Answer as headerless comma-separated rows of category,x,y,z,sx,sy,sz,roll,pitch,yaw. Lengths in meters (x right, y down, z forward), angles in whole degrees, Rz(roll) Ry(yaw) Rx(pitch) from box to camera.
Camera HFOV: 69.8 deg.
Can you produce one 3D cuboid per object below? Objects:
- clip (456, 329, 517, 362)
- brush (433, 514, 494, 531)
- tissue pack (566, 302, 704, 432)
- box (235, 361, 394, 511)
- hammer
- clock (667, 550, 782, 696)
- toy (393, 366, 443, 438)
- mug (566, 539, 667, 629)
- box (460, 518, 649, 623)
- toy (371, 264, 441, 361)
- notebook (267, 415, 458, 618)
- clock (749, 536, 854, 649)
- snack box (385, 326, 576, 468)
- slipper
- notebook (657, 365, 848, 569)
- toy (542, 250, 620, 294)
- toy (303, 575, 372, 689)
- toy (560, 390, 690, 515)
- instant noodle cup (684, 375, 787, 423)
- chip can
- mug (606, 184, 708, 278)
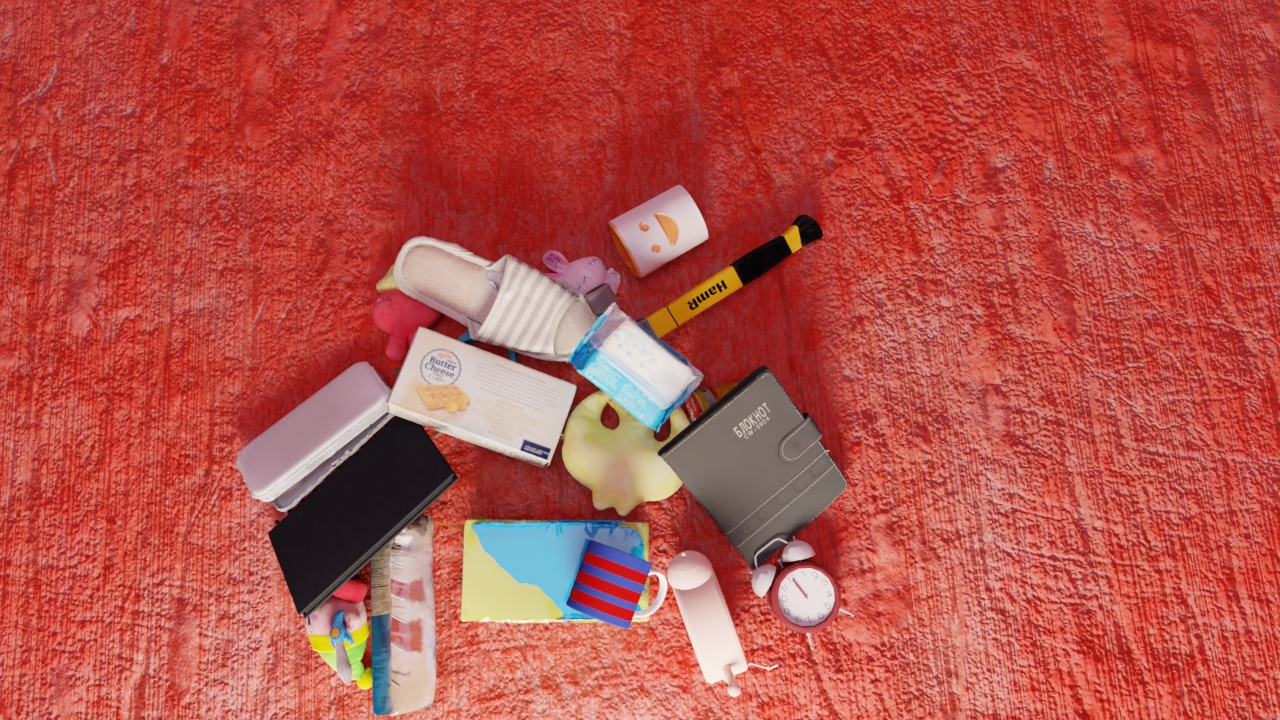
clip,-0.211,-0.026,1.186,0.118,0.033,0.120,-36,79,-1
brush,-0.193,0.216,1.138,0.126,0.017,0.048,13,80,5
tissue pack,-0.006,0.006,1.087,0.144,0.061,0.093,39,99,-9
box,-0.404,0.089,1.150,0.213,0.063,0.118,-40,63,-4
hammer,0.098,-0.088,1.163,0.324,0.034,0.170,-33,103,-11
clock,0.086,0.292,1.053,0.086,0.131,0.160,-27,78,-3
toy,-0.268,0.042,1.164,0.102,0.042,0.054,54,44,-4
mug,-0.020,0.255,1.025,0.112,0.075,0.076,28,77,-29
box,-0.099,0.248,1.087,0.221,0.079,0.124,0,80,-8
toy,-0.302,-0.063,1.185,0.092,0.045,0.135,-3,73,4
notebook,-0.340,0.174,1.105,0.231,0.019,0.169,-43,42,-6
clock,0.187,0.271,1.093,0.087,0.044,0.124,-37,85,-4
snack box,-0.193,0.047,1.126,0.208,0.058,0.104,21,73,-7
slipper,-0.181,-0.078,1.145,0.272,0.054,0.114,21,96,2
notebook,0.141,0.127,1.081,0.169,0.029,0.209,-39,118,-3
toy,-0.083,-0.107,1.184,0.110,0.047,0.063,11,72,8
toy,-0.348,0.322,1.089,0.096,0.124,0.131,15,74,-35
toy,-0.019,0.114,1.128,0.170,0.065,0.154,12,70,9
instant noodle cup,0.123,0.068,1.119,0.112,0.100,0.100,-16,78,-9
chip can,-0.283,0.300,1.098,0.080,0.080,0.229,-5,79,1
mug,0.022,-0.164,1.172,0.105,0.082,0.082,-30,79,-4
